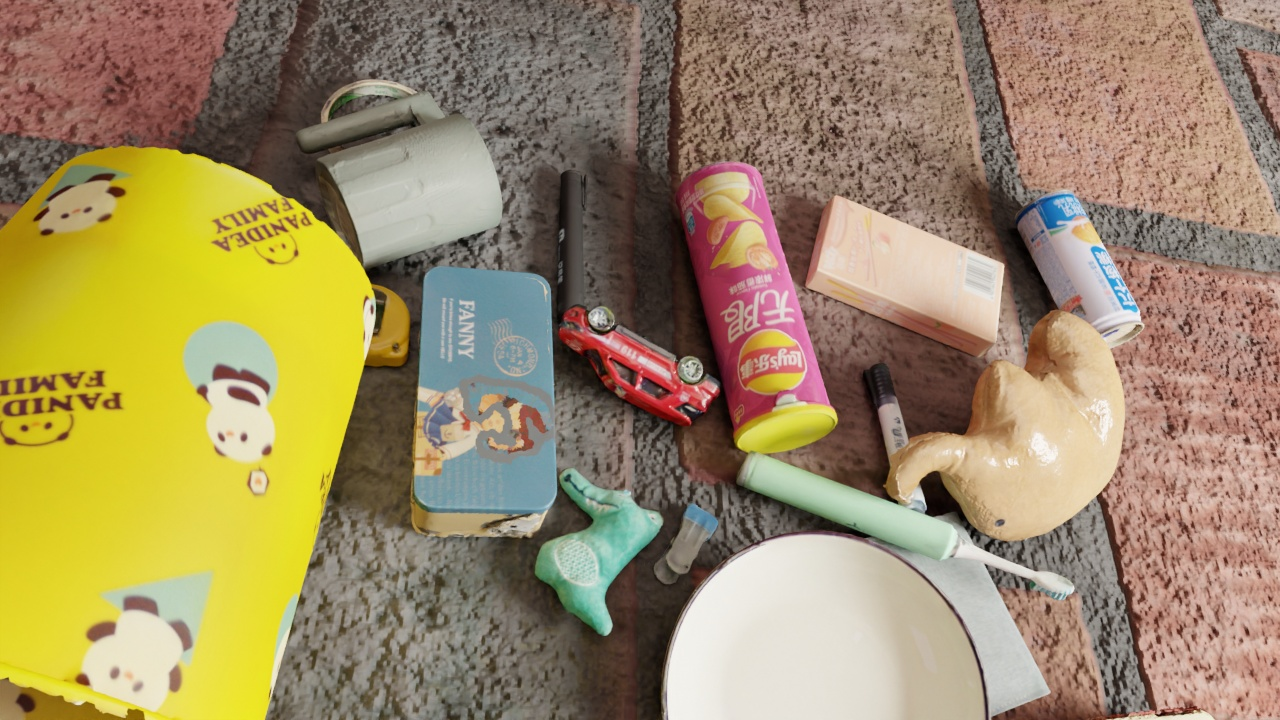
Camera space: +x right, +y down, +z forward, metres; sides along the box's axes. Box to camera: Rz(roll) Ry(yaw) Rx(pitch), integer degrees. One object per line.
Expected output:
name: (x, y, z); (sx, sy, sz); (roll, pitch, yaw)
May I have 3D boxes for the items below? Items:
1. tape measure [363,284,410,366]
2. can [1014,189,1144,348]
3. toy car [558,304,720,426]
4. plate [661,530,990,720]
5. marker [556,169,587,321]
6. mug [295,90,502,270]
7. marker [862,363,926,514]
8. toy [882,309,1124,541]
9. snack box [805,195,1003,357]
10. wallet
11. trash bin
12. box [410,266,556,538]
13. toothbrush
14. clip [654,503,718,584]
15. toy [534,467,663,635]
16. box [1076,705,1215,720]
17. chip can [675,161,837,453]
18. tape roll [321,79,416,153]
tape measure: (-0.182, -0.024, 0.610); (0.060, 0.029, 0.057); (5, 60, -13)
can: (0.370, -0.076, 0.778); (0.053, 0.053, 0.134); (-7, 64, -19)
toy car: (-0.004, 0.004, 0.630); (0.120, 0.053, 0.045); (31, 77, -2)
plate: (0.107, 0.200, 0.546); (0.192, 0.039, 0.192); (1, 70, -3)
marker: (-0.051, -0.087, 0.686); (0.022, 0.020, 0.131); (1, 61, -5)
mug: (-0.171, -0.131, 0.642); (0.103, 0.084, 0.124); (-25, 66, -24)
marker: (0.182, 0.057, 0.663); (0.023, 0.018, 0.130); (-10, 51, 10)
toy: (0.263, 0.061, 0.640); (0.225, 0.083, 0.143); (-29, 102, -32)
snack box: (0.217, -0.069, 0.747); (0.157, 0.026, 0.084); (21, 59, -3)
wallet: (0.196, 0.171, 0.603); (0.106, 0.037, 0.129); (-11, 63, -21)
trash bin: (-0.255, 0.049, 0.445); (0.229, 0.230, 0.254); (15, 54, -7)
box: (-0.101, 0.020, 0.591); (0.089, 0.060, 0.184); (1, 63, -16)
toothbrush: (0.172, 0.109, 0.607); (0.224, 0.027, 0.026); (19, 50, 12)
clip: (0.030, 0.120, 0.598); (0.024, 0.029, 0.056); (35, 48, 2)
toy: (-0.029, 0.113, 0.579); (0.096, 0.030, 0.091); (41, 54, 17)
box: (0.280, 0.259, 0.556); (0.168, 0.077, 0.091); (0, 63, -16)
chip can: (0.079, -0.042, 0.668); (0.071, 0.072, 0.210); (-3, 62, -17)
tape roll: (-0.197, -0.178, 0.698); (0.085, 0.014, 0.085); (7, 60, -12)
